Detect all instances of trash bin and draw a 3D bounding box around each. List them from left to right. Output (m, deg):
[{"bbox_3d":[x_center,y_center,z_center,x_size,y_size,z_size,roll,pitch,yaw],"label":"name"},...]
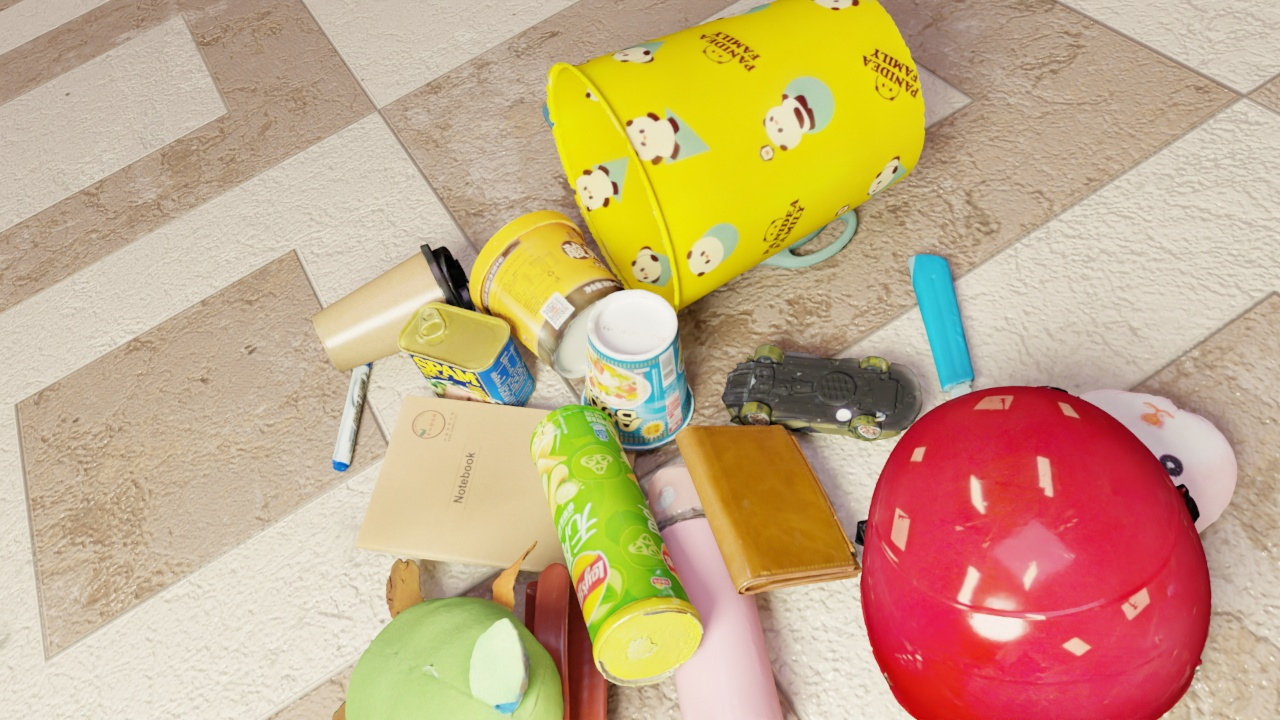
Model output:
[{"bbox_3d":[0.082,-0.188,0.789,0.255,0.230,0.229,-26,51,-12],"label":"trash bin"}]

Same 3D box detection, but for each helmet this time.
[{"bbox_3d":[0.231,0.109,0.557,0.207,0.144,0.239,-8,62,18],"label":"helmet"}]

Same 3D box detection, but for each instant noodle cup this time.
[{"bbox_3d":[-0.073,-0.054,0.819,0.118,0.118,0.114,-37,60,-13],"label":"instant noodle cup"},{"bbox_3d":[-0.004,0.004,0.744,0.099,0.110,0.099,-1,52,1],"label":"instant noodle cup"}]

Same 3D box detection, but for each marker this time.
[{"bbox_3d":[-0.269,0.039,0.864,0.017,0.017,0.145,-8,53,10],"label":"marker"}]

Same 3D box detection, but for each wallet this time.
[{"bbox_3d":[0.098,0.101,0.663,0.119,0.035,0.130,3,46,-29],"label":"wallet"}]

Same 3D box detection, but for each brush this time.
[{"bbox_3d":[-0.054,0.218,0.635,0.063,0.069,0.145,-9,52,10],"label":"brush"}]

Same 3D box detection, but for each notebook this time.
[{"bbox_3d":[-0.112,0.100,0.750,0.208,0.008,0.147,6,54,5],"label":"notebook"}]

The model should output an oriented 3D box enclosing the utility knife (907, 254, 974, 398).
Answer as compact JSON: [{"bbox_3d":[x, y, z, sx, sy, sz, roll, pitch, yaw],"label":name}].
[{"bbox_3d":[0.251,-0.005,0.745,0.034,0.018,0.217,-6,52,9],"label":"utility knife"}]

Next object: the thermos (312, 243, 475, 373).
[{"bbox_3d":[-0.228,-0.047,0.865,0.143,0.093,0.093,-26,52,-6],"label":"thermos"}]

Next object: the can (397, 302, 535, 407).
[{"bbox_3d":[-0.152,0.002,0.815,0.102,0.083,0.057,15,59,25],"label":"can"}]

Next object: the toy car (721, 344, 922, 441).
[{"bbox_3d":[0.144,0.029,0.736,0.158,0.042,0.070,6,56,20],"label":"toy car"}]

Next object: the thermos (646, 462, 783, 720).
[{"bbox_3d":[0.039,0.172,0.651,0.087,0.067,0.198,-35,47,26],"label":"thermos"}]

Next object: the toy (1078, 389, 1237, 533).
[{"bbox_3d":[0.329,0.090,0.635,0.121,0.054,0.159,31,76,33],"label":"toy"}]

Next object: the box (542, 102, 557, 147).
[{"bbox_3d":[-0.034,-0.215,0.958,0.089,0.061,0.184,-28,50,-4],"label":"box"}]

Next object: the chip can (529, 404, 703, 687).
[{"bbox_3d":[-0.025,0.118,0.651,0.072,0.073,0.221,-25,39,-3],"label":"chip can"}]

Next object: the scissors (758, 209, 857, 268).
[{"bbox_3d":[0.110,-0.120,0.874,0.180,0.019,0.143,-25,52,-2],"label":"scissors"}]

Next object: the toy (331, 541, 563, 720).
[{"bbox_3d":[-0.133,0.217,0.609,0.247,0.090,0.226,-7,52,53],"label":"toy"}]
